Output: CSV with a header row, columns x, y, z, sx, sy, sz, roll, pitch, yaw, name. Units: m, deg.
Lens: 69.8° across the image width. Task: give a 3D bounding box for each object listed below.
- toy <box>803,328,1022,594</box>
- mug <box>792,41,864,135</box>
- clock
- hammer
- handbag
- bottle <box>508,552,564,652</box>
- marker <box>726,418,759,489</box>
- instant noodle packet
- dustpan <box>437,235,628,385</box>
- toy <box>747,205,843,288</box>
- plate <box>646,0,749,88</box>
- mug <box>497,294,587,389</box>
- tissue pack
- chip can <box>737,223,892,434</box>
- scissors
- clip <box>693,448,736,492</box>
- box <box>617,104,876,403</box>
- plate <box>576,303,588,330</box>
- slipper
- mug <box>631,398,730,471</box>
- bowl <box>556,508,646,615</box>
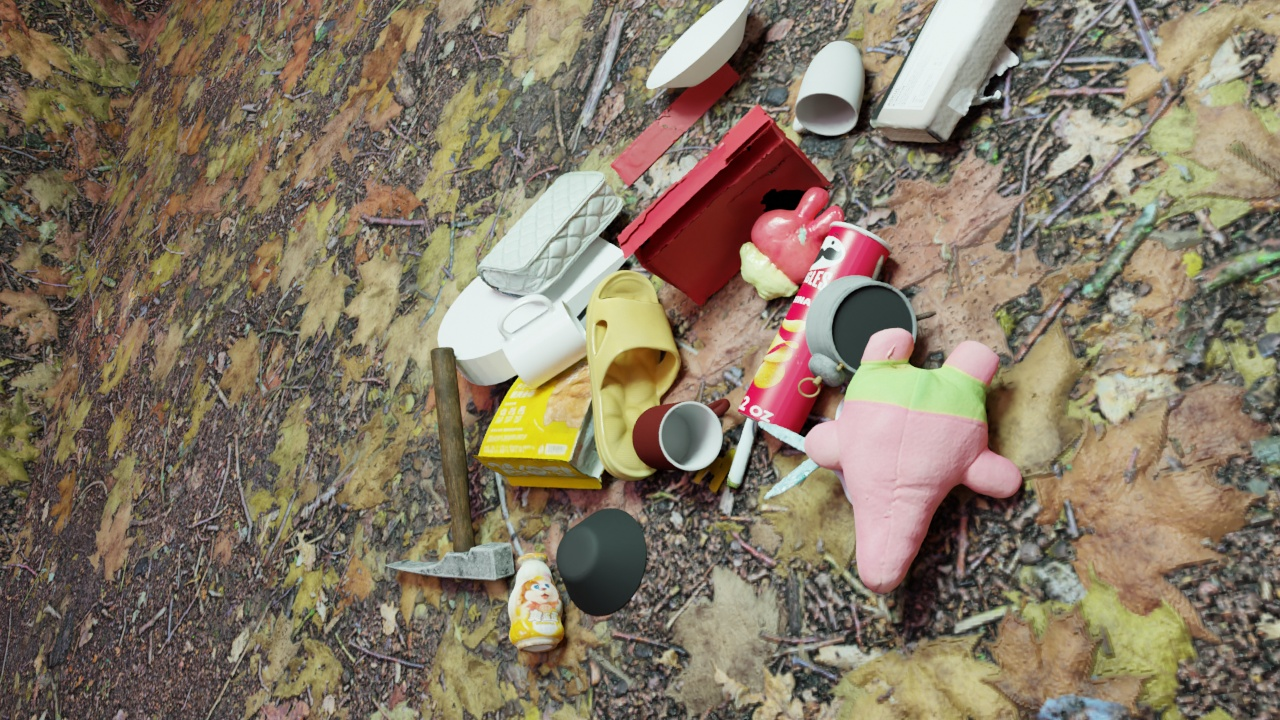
x,y,z,sx,sy,sz,roll,pitch,yaw,name
0.237,0.091,0.818,0.192,0.097,0.236,11,77,22,toy
0.213,-0.311,1.063,0.107,0.071,0.089,-31,38,61,mug
0.207,-0.021,0.892,0.147,0.104,0.056,-47,11,-6,clock
-0.268,0.136,1.201,0.218,0.037,0.300,-7,89,38,hammer
-0.118,-0.165,1.219,0.139,0.072,0.194,14,58,51,handbag
-0.122,0.280,1.066,0.063,0.063,0.108,-26,56,29,bottle
0.122,0.067,0.990,0.017,0.017,0.146,11,79,43,marker
-0.092,0.047,1.151,0.163,0.084,0.221,-4,54,40,instant noodle packet
-0.154,-0.077,1.251,0.257,0.053,0.191,-41,40,-10,dustpan
0.166,-0.128,1.010,0.091,0.045,0.135,41,110,8,toy
0.085,-0.402,1.187,0.174,0.036,0.173,-38,25,21,plate
-0.123,-0.031,1.119,0.090,0.110,0.073,-33,35,4,mug
0.331,-0.310,0.963,0.181,0.071,0.104,-59,30,-1,tissue pack
0.179,-0.030,0.950,0.069,0.069,0.220,26,89,44,chip can
0.198,0.083,0.887,0.170,0.013,0.175,26,73,22,scissors
0.076,0.112,1.004,0.046,0.048,0.054,30,93,19,clip
0.104,-0.114,0.929,0.213,0.148,0.374,-41,24,15,box
-0.107,-0.076,1.237,0.179,0.012,0.178,-25,44,26,plate
-0.006,0.006,1.065,0.079,0.099,0.263,-33,53,55,slipper
0.051,0.074,0.998,0.105,0.073,0.083,-35,7,-20,mug
-0.058,0.224,1.046,0.124,0.052,0.123,-18,59,34,bowl
